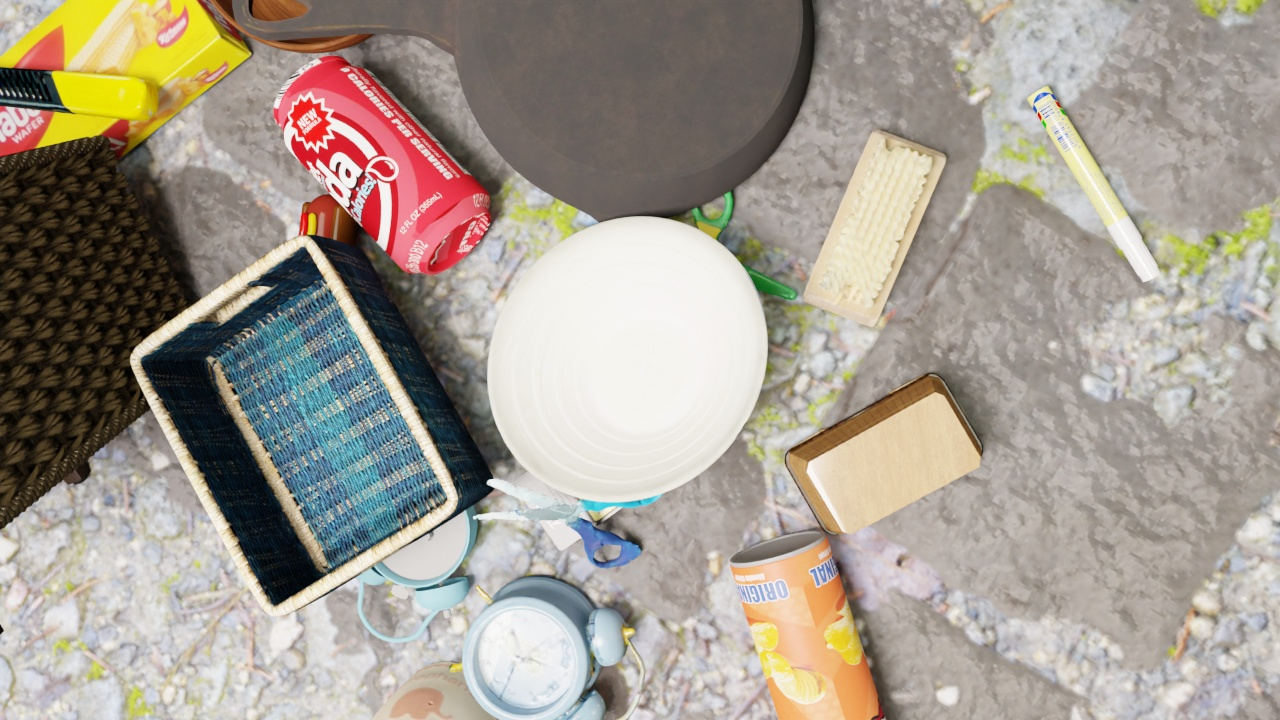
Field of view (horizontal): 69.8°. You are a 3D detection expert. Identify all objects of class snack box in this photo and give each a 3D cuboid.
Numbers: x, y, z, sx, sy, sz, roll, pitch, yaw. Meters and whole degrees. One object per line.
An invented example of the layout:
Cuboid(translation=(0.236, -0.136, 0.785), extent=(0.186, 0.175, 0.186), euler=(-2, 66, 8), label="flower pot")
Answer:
Cuboid(translation=(-0.383, -0.198, 0.647), extent=(0.201, 0.042, 0.092), euler=(-34, 85, 8), label="snack box")

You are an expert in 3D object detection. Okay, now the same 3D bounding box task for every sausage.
Cuboid(translation=(-0.220, -0.035, 0.624), extent=(0.040, 0.040, 0.155), euler=(9, 92, 9), label="sausage")

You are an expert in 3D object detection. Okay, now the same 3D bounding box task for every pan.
Cuboid(translation=(-0.066, -0.206, 0.551), extent=(0.356, 0.043, 0.249), euler=(2, 94, -4), label="pan")

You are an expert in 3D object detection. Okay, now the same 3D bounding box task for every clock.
Cuboid(translation=(-0.057, 0.193, 0.594), extent=(0.124, 0.051, 0.089), euler=(19, 92, 9), label="clock")
Cuboid(translation=(-0.153, 0.130, 0.614), extent=(0.087, 0.042, 0.123), euler=(21, 92, 8), label="clock")

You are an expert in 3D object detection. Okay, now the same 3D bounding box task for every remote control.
Cuboid(translation=(-0.016, 0.064, 0.606), extent=(0.133, 0.013, 0.058), euler=(-38, 85, 7), label="remote control")

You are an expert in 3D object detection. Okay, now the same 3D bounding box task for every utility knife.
Cuboid(translation=(-0.407, -0.183, 0.619), extent=(0.171, 0.020, 0.029), euler=(8, 90, 7), label="utility knife")

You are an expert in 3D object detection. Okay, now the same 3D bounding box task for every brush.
Cuboid(translation=(0.145, -0.083, 0.567), extent=(0.049, 0.039, 0.117), euler=(23, 93, 9), label="brush")

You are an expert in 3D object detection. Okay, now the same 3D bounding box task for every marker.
Cuboid(translation=(0.276, -0.107, 0.558), extent=(0.014, 0.014, 0.132), euler=(-30, 86, 8), label="marker")

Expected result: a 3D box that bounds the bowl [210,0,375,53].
Cuboid(translation=(-0.208, -0.269, 0.604), extent=(0.147, 0.069, 0.147), euler=(0, 92, 3), label="bowl")

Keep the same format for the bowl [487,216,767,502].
Cuboid(translation=(-0.003, 0.003, 0.569), extent=(0.177, 0.058, 0.176), euler=(-5, 73, 18), label="bowl")

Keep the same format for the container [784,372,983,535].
Cuboid(translation=(0.149, 0.059, 0.555), extent=(0.114, 0.061, 0.063), euler=(-30, 86, 8), label="container")

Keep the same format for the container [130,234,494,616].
Cuboid(translation=(-0.198, 0.038, 0.564), extent=(0.145, 0.071, 0.187), euler=(-32, 85, 9), label="container")

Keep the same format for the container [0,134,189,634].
Cuboid(translation=(-0.395, 0.022, 0.512), extent=(0.176, 0.320, 0.205), euler=(-22, 109, 8), label="container")

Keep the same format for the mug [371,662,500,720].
Cuboid(translation=(-0.124, 0.251, 0.579), extent=(0.111, 0.104, 0.085), euler=(4, 92, 10), label="mug")

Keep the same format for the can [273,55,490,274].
Cuboid(translation=(-0.166, -0.125, 0.597), extent=(0.074, 0.074, 0.142), euler=(-45, 84, 6), label="can")

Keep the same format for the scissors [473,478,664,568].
Cuboid(translation=(-0.048, 0.105, 0.573), extent=(0.134, 0.015, 0.086), euler=(2, 118, -29), label="scissors")

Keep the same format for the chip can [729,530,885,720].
Cuboid(translation=(0.116, 0.215, 0.562), extent=(0.062, 0.062, 0.210), euler=(-18, 88, 8), label="chip can")

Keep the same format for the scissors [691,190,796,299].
Cuboid(translation=(0.036, -0.061, 0.597), extent=(0.119, 0.012, 0.128), euler=(-18, 86, 10), label="scissors")
